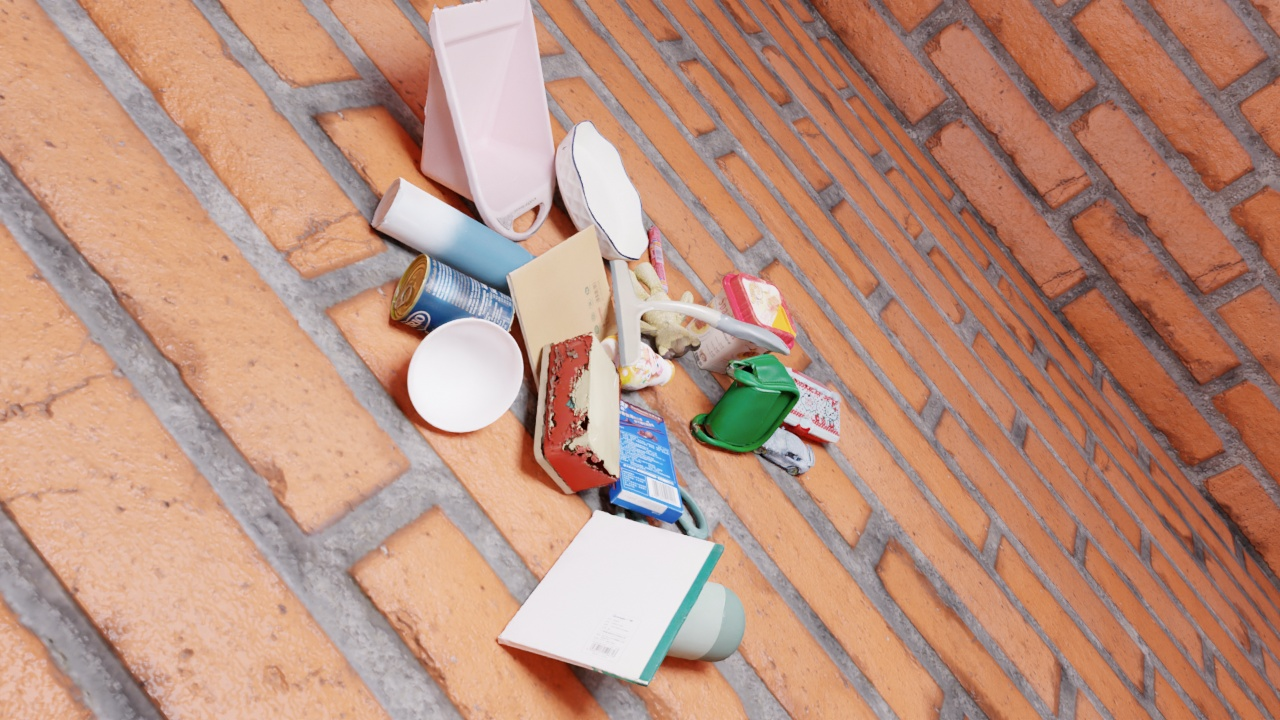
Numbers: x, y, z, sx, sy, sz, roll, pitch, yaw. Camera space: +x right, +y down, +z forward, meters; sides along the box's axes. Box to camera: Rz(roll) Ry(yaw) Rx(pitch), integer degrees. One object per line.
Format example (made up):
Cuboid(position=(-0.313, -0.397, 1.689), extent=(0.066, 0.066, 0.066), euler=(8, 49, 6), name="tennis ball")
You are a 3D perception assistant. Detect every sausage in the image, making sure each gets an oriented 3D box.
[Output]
Cuboid(position=(0.025, -0.148, 1.374), extent=(0.020, 0.020, 0.155), euler=(25, 42, -33), name="sausage")

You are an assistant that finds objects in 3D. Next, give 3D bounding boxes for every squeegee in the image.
Cuboid(position=(0.087, -0.049, 1.179), extent=(0.246, 0.039, 0.246), euler=(14, 33, -15), name="squeegee")

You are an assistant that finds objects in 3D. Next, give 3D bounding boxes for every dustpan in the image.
Cuboid(position=(-0.162, -0.298, 1.141), extent=(0.139, 0.274, 0.221), euler=(27, 36, 10), name="dustpan")

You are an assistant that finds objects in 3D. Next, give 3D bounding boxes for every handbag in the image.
Cuboid(position=(0.137, 0.055, 1.215), extent=(0.120, 0.132, 0.068), euler=(7, 40, -38), name="handbag")

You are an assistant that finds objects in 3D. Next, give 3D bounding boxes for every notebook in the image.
Cuboid(position=(-0.021, 0.222, 0.891), extent=(0.150, 0.012, 0.208), euler=(10, 28, 21), name="notebook")
Cuboid(position=(-0.088, -0.067, 1.111), extent=(0.207, 0.008, 0.148), euler=(-44, 126, -56), name="notebook")

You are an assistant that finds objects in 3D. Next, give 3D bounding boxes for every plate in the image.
Cuboid(position=(-0.056, -0.231, 1.285), extent=(0.205, 0.046, 0.204), euler=(48, 31, -43), name="plate")

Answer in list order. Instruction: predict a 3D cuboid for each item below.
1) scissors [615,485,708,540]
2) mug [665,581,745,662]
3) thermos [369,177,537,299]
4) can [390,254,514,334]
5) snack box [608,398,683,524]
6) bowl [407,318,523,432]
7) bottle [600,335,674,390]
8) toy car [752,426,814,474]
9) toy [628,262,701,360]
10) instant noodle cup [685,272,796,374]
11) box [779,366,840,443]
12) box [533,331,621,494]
Cuboid(position=(0.021, 0.166, 1.076), extent=(0.177, 0.019, 0.173), euler=(12, 47, -41), name="scissors")
Cuboid(position=(0.043, 0.262, 0.967), extent=(0.106, 0.082, 0.112), euler=(21, 12, -35), name="mug")
Cuboid(position=(-0.198, -0.130, 1.064), extent=(0.220, 0.070, 0.070), euler=(28, 40, -31), name="thermos")
Cuboid(position=(-0.199, -0.056, 0.981), extent=(0.111, 0.075, 0.075), euler=(26, 41, -32), name="can")
Cuboid(position=(-0.002, 0.113, 1.065), extent=(0.084, 0.026, 0.157), euler=(24, 32, -27), name="snack box")
Cuboid(position=(-0.186, 0.007, 0.934), extent=(0.118, 0.118, 0.065), euler=(24, 4, -34), name="bowl")
Cuboid(position=(-0.007, 0.007, 1.152), extent=(0.108, 0.063, 0.063), euler=(14, 48, -41), name="bottle")
Cuboid(position=(0.198, 0.120, 1.307), extent=(0.120, 0.037, 0.054), euler=(28, 40, -25), name="toy car")
Cuboid(position=(0.021, -0.069, 1.266), extent=(0.105, 0.066, 0.157), euler=(-21, 67, -21), name="toy")
Cuboid(position=(0.139, -0.046, 1.315), extent=(0.116, 0.124, 0.116), euler=(13, 50, -42), name="instant noodle cup")
Cuboid(position=(0.236, 0.062, 1.353), extent=(0.201, 0.049, 0.087), euler=(24, 70, -42), name="box")
Cuboid(position=(-0.059, 0.053, 1.010), extent=(0.168, 0.079, 0.091), euler=(-91, 157, -43), name="box")
